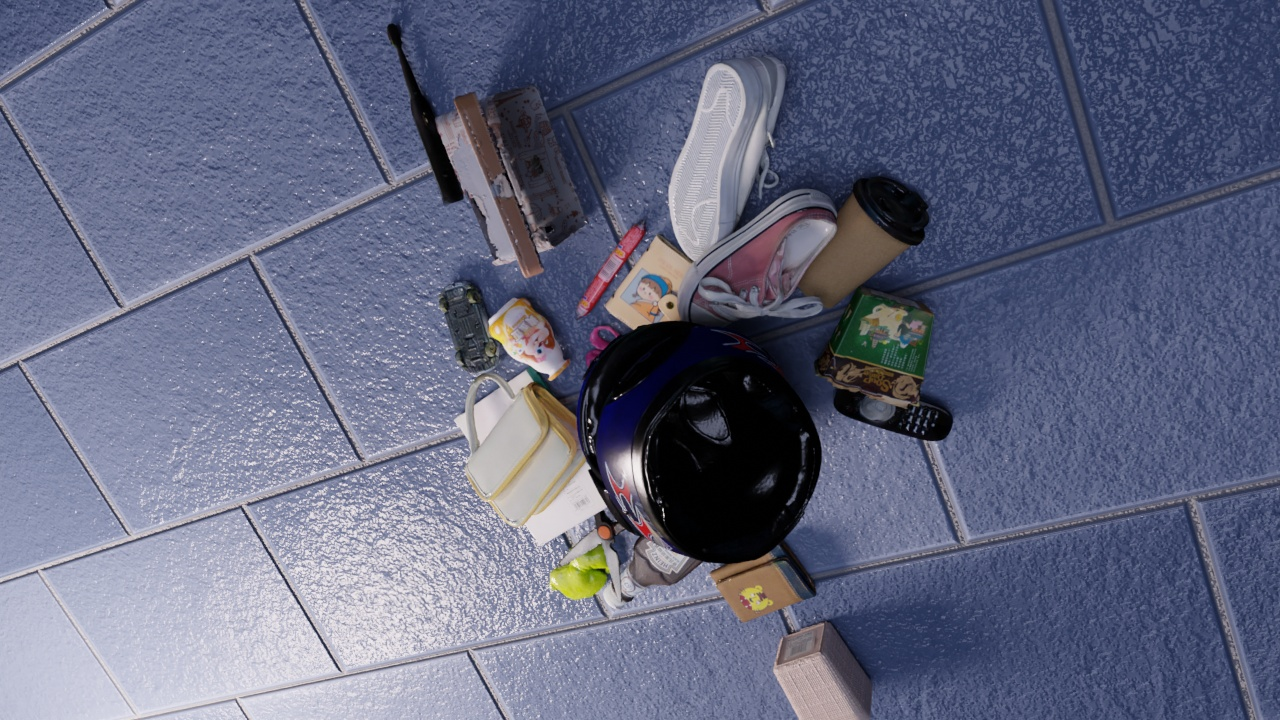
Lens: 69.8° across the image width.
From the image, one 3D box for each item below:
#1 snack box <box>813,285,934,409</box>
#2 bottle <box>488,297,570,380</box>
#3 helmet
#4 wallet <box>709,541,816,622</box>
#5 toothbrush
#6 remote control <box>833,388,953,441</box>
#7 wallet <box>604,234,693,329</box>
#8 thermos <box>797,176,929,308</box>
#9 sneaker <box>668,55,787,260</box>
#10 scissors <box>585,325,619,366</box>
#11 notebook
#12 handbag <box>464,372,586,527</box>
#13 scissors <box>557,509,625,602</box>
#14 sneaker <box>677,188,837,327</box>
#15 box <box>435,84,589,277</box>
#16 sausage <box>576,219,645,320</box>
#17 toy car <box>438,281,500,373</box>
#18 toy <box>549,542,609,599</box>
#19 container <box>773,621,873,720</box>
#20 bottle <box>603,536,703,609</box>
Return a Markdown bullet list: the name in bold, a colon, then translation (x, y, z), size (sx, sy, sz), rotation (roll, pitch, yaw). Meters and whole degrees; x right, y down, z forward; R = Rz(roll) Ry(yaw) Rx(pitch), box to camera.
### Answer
- **snack box**: translation (0.265, -0.020, 1.009), size (0.118, 0.117, 0.106), rotation (18, 104, 6)
- **bottle**: translation (-0.136, -0.025, 1.140), size (0.063, 0.063, 0.108), rotation (-40, 97, 26)
- **helmet**: translation (0.044, 0.070, 1.011), size (0.247, 0.240, 0.315), rotation (-44, 133, -7)
- **wallet**: translation (0.160, 0.292, 1.207), size (0.115, 0.033, 0.090), rotation (-30, 102, 28)
- **toothbrush**: translation (-0.258, -0.290, 1.086), size (0.026, 0.027, 0.213), rotation (-25, 107, -22)
- **remote control**: translation (0.294, 0.057, 1.071), size (0.136, 0.024, 0.053), rotation (17, 117, 10)
- **wallet**: translation (0.022, -0.080, 1.094), size (0.087, 0.024, 0.115), rotation (40, 116, 3)
- **thermos**: translation (0.232, -0.124, 0.982), size (0.093, 0.092, 0.144), rotation (39, 125, -2)
- **sneaker**: translation (0.099, -0.216, 0.991), size (0.089, 0.090, 0.243), rotation (44, 141, 28)
- **scissors**: translation (-0.006, 0.010, 1.145), size (0.137, 0.017, 0.073), rotation (26, 116, 0)
- **notebook**: translation (-0.138, 0.129, 1.215), size (0.151, 0.012, 0.209), rotation (-33, 90, 26)
- **handbag**: translation (-0.169, 0.105, 1.185), size (0.179, 0.063, 0.164), rotation (43, 113, 10)
- **scissors**: translation (-0.036, 0.206, 1.210), size (0.221, 0.021, 0.234), rotation (-19, 93, 28)
- **sneaker**: translation (0.121, -0.083, 0.985), size (0.118, 0.087, 0.242), rotation (17, 144, -28)
- **box**: translation (-0.141, -0.191, 0.963), size (0.110, 0.258, 0.179), rotation (-15, 107, 19)
- **sausage**: translation (-0.038, -0.107, 1.101), size (0.020, 0.020, 0.156), rotation (37, 117, -1)
- **toy car**: translation (-0.217, -0.042, 1.173), size (0.054, 0.036, 0.120), rotation (-16, 97, 22)
- **toy**: translation (-0.078, 0.295, 1.274), size (0.097, 0.031, 0.100), rotation (5, 117, 0)
- **container**: translation (0.238, 0.417, 1.206), size (0.090, 0.089, 0.111), rotation (-28, 99, 25)
- **bottle**: translation (0.022, 0.268, 1.227), size (0.080, 0.043, 0.195), rotation (45, 117, 2)
